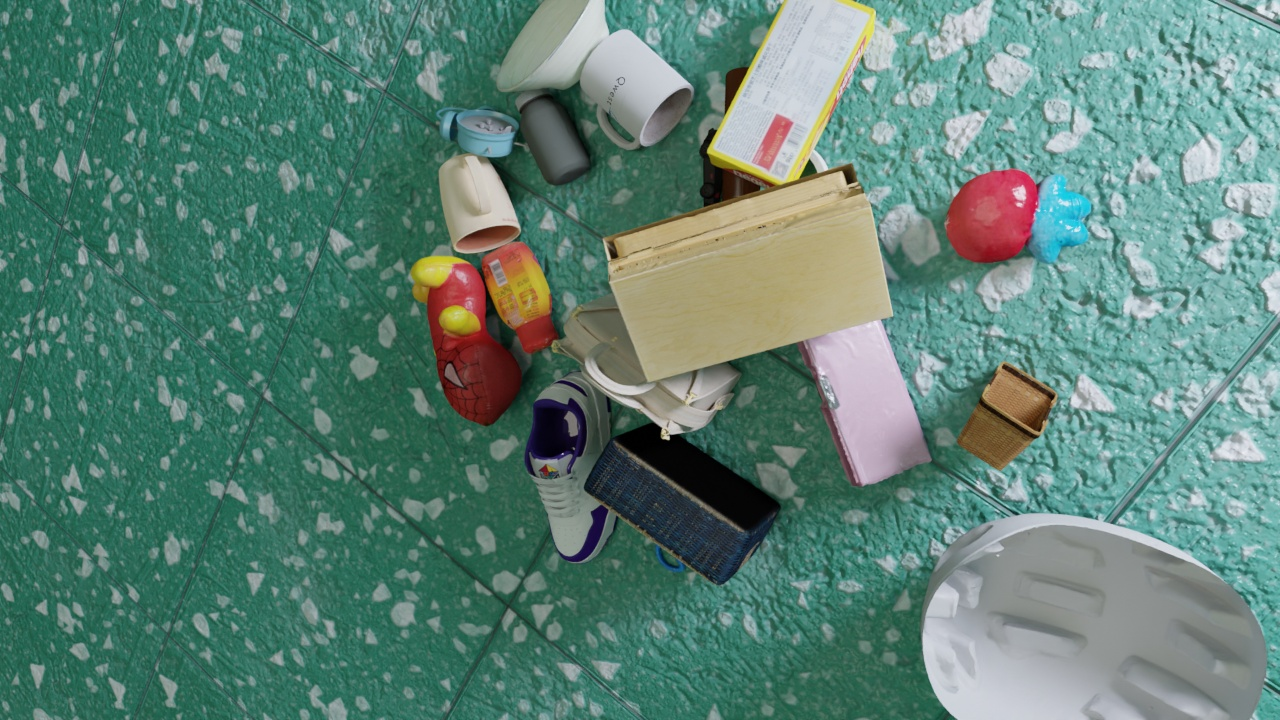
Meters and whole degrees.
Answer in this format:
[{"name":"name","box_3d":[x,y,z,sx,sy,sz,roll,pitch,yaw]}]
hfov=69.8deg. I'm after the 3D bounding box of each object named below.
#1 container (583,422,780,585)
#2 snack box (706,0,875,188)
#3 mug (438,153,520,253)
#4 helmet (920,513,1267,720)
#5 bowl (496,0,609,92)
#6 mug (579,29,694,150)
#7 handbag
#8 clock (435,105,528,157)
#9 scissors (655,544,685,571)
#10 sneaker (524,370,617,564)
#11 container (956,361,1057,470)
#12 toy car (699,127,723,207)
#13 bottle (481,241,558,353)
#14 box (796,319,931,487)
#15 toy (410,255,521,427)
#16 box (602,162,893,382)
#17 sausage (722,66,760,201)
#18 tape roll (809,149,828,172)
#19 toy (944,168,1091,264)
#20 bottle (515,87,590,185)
[{"name":"container","box_3d":[0.050,0.152,1.028,0.187,0.145,0.071,33,106,17]},{"name":"snack box","box_3d":[0.153,-0.276,0.935,0.092,0.042,0.200,27,91,14]},{"name":"mug","box_3d":[-0.200,-0.199,1.115,0.085,0.112,0.104,-16,79,-16]},{"name":"helmet","box_3d":[0.412,0.253,0.853,0.283,0.183,0.224,8,107,31]},{"name":"bowl","box_3d":[-0.085,-0.359,1.036,0.057,0.176,0.177,35,119,-30]},{"name":"mug","box_3d":[-0.010,-0.291,1.031,0.096,0.082,0.120,45,142,12]},{"name":"handbag","box_3d":[-0.006,0.006,1.002,0.194,0.197,0.101,38,111,15]},{"name":"clock","box_3d":[-0.197,-0.284,1.106,0.123,0.087,0.042,35,130,30]},{"name":"scissors","box_3d":[0.034,0.191,1.115,0.109,0.018,0.131,-28,87,23]},{"name":"sneaker","box_3d":[-0.089,0.139,1.110,0.092,0.111,0.244,3,99,24]},{"name":"container","box_3d":[0.355,0.056,0.895,0.063,0.113,0.061,35,123,16]},{"name":"toy car","box_3d":[0.084,-0.210,1.015,0.036,0.042,0.092,-1,98,2]},{"name":"bottle","box_3d":[-0.146,-0.076,1.137,0.072,0.048,0.134,-23,88,24]},{"name":"box","box_3d":[0.224,0.013,0.988,0.099,0.080,0.232,-22,89,-9]},{"name":"toy","box_3d":[-0.217,-0.023,1.142,0.098,0.147,0.216,-22,86,-8]},{"name":"box","box_3d":[0.099,-0.101,0.900,0.249,0.142,0.179,-16,52,8]},{"name":"sausage","box_3d":[0.110,-0.239,0.983,0.040,0.040,0.155,-1,84,25]},{"name":"tape roll","box_3d":[0.158,-0.189,0.995,0.094,0.019,0.094,4,100,25]},{"name":"toy","box_3d":[0.364,-0.139,0.888,0.133,0.062,0.092,4,113,7]},{"name":"bottle","box_3d":[-0.105,-0.265,1.083,0.060,0.060,0.108,-27,86,26]}]
